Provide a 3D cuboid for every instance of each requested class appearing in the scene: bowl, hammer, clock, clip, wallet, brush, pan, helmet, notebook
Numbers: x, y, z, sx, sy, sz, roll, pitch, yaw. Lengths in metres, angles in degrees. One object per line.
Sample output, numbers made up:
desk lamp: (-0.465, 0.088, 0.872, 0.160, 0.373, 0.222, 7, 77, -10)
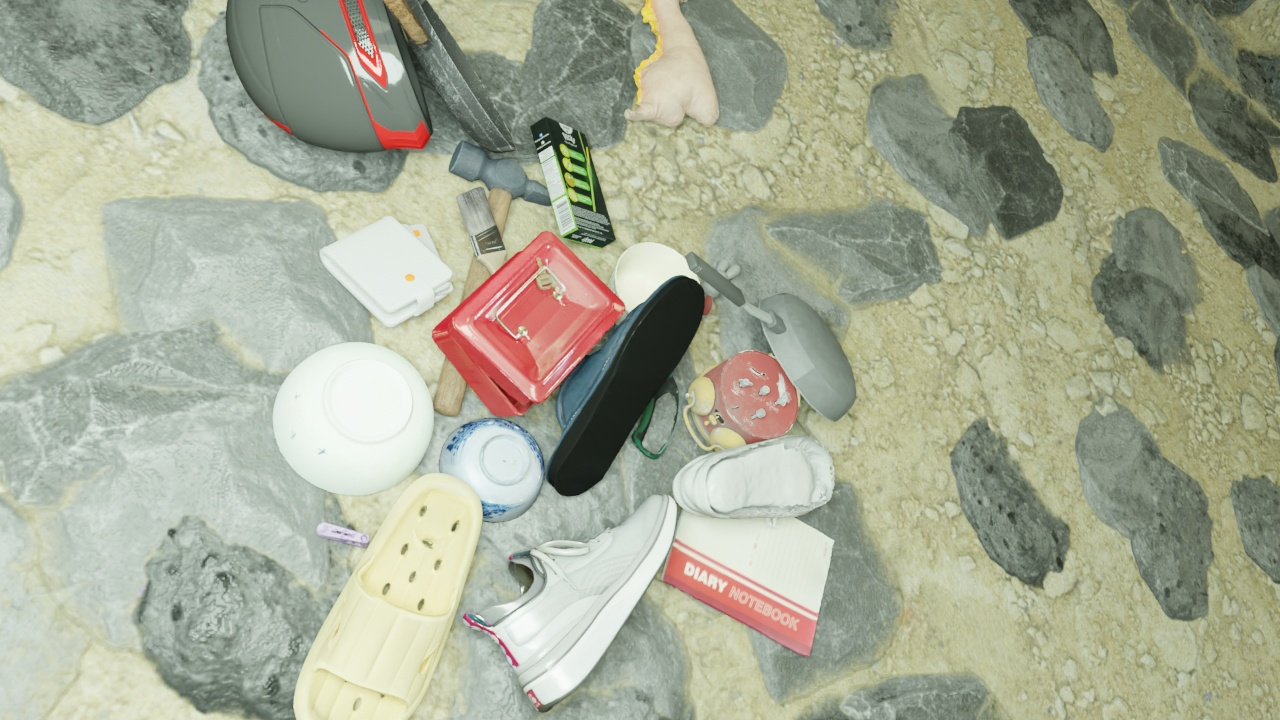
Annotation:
bowl: (0.009, -0.076, 1.095, 0.115, 0.063, 0.115, 11, 66, -25)
hammer: (-0.178, -0.088, 1.016, 0.129, 0.040, 0.321, 22, 62, -24)
clock: (0.119, 0.053, 1.092, 0.158, 0.081, 0.117, -25, 84, -34)
clip: (-0.276, 0.164, 0.861, 0.052, 0.042, 0.014, 31, 59, -30)
wallet: (-0.252, -0.101, 0.964, 0.118, 0.038, 0.115, 41, 54, 16)
brush: (-0.165, -0.119, 1.007, 0.038, 0.012, 0.151, -18, 87, -39)
pan: (0.162, -0.043, 1.078, 0.357, 0.041, 0.178, 31, 34, -46)
bowl: (-0.270, 0.049, 0.886, 0.153, 0.073, 0.153, 10, 67, -24)
helmet: (-0.333, -0.323, 0.947, 0.170, 0.164, 0.264, -18, 85, -3)
notebook: (0.130, 0.232, 1.068, 0.208, 0.012, 0.152, 31, 57, -16)
bowl: (-0.145, 0.107, 0.947, 0.114, 0.045, 0.114, 11, 66, -25)
pan: (-0.215, -0.318, 0.943, 0.040, 0.356, 0.207, -31, 84, 6)

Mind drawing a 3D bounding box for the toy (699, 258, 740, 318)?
toy: (0.088, -0.092, 1.166, 0.049, 0.030, 0.111, 29, 51, 18)

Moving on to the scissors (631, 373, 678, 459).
scissors: (-0.009, 0.001, 1.037, 0.142, 0.015, 0.209, 12, 92, -16)

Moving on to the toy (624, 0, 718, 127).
toy: (0.023, -0.434, 1.249, 0.195, 0.065, 0.264, -9, 74, -36)

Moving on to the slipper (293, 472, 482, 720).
slipper: (-0.214, 0.222, 0.835, 0.111, 0.079, 0.260, 30, 64, -17)

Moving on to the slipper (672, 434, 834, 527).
slipper: (0.138, 0.141, 1.054, 0.246, 0.075, 0.112, -1, 99, -41)

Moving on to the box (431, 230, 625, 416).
box: (-0.120, -0.036, 0.960, 0.134, 0.113, 0.157, 48, 62, -10)

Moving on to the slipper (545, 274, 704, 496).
slipper: (-0.035, 0.014, 0.975, 0.083, 0.266, 0.108, 37, 10, 33)

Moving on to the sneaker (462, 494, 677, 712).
sneaker: (-0.061, 0.214, 0.925, 0.128, 0.097, 0.262, 40, 51, 3)

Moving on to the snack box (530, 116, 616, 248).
snack box: (-0.081, -0.212, 1.103, 0.080, 0.025, 0.147, 5, 65, -58)
